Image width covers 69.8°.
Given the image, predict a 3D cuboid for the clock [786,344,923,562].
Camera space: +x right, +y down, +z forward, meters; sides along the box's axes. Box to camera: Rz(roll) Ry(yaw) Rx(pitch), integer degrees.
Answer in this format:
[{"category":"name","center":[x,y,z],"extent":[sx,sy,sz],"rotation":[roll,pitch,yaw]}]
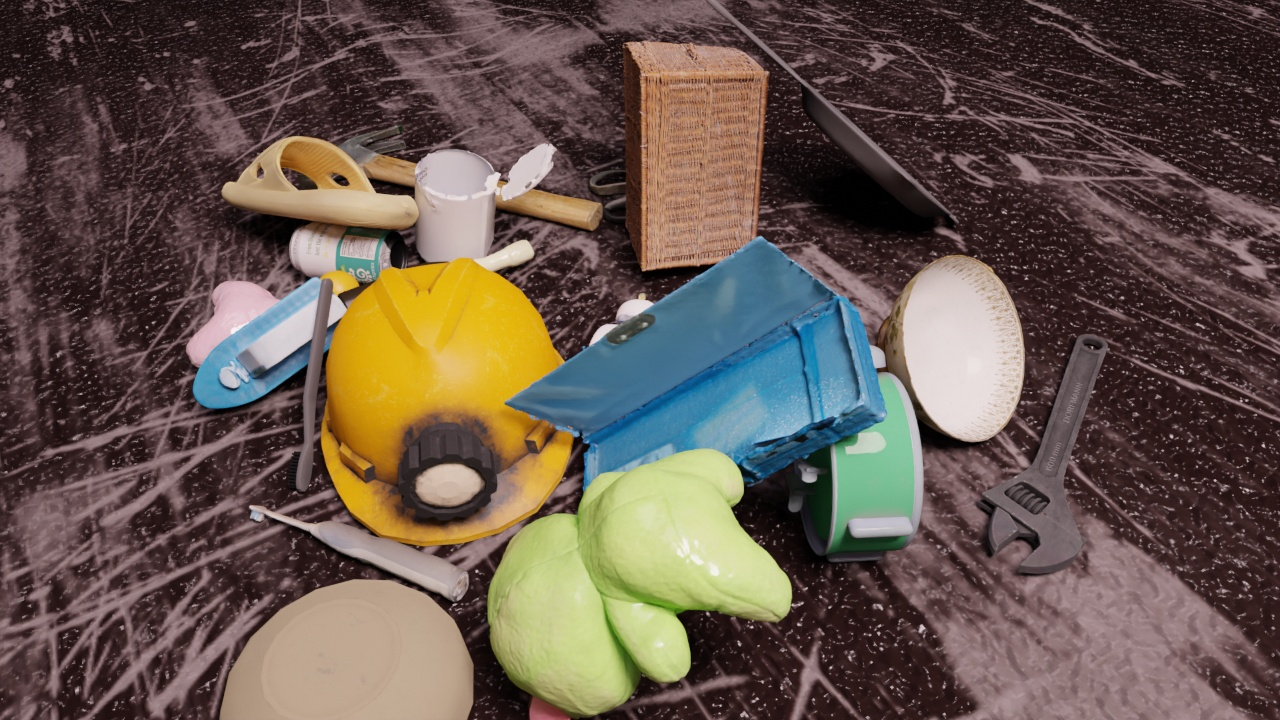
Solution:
[{"category":"clock","center":[0.138,0.051,0.630],"extent":[0.075,0.122,0.161],"rotation":[-3,66,-2]}]

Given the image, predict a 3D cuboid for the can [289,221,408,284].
[{"category":"can","center":[-0.279,-0.102,0.879],"extent":[0.102,0.055,0.054],"rotation":[8,44,11]}]

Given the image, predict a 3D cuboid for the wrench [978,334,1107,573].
[{"category":"wrench","center":[0.321,0.060,0.702],"extent":[0.073,0.018,0.272],"rotation":[21,46,23]}]

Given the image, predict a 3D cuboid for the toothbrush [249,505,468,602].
[{"category":"toothbrush","center":[-0.205,0.129,0.649],"extent":[0.186,0.024,0.022],"rotation":[15,6,19]}]

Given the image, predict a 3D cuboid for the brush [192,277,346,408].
[{"category":"brush","center":[-0.303,-0.009,0.750],"extent":[0.135,0.055,0.075],"rotation":[-39,14,-15]}]

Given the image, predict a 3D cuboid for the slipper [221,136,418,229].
[{"category":"slipper","center":[-0.307,-0.174,0.891],"extent":[0.262,0.079,0.111],"rotation":[14,9,40]}]

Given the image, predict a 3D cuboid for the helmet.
[{"category":"helmet","center":[-0.156,0.000,0.708],"extent":[0.205,0.131,0.255],"rotation":[-10,42,-7]}]

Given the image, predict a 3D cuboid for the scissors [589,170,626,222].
[{"category":"scissors","center":[0.020,-0.192,0.992],"extent":[0.150,0.013,0.164],"rotation":[27,53,27]}]

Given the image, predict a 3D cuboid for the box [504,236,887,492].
[{"category":"box","center":[0.023,0.029,0.586],"extent":[0.232,0.112,0.094],"rotation":[-31,46,32]}]

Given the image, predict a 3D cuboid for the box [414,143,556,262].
[{"category":"box","center":[-0.147,-0.151,0.869],"extent":[0.136,0.147,0.084],"rotation":[16,50,3]}]

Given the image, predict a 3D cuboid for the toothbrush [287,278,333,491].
[{"category":"toothbrush","center":[-0.253,0.017,0.711],"extent":[0.013,0.013,0.167],"rotation":[2,80,20]}]

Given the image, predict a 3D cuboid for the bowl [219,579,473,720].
[{"category":"bowl","center":[-0.181,0.193,0.556],"extent":[0.152,0.051,0.152],"rotation":[-2,43,1]}]

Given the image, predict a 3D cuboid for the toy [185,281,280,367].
[{"category":"toy","center":[-0.340,-0.033,0.809],"extent":[0.096,0.053,0.099],"rotation":[1,47,-1]}]

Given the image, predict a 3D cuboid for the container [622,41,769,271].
[{"category":"container","center":[0.046,-0.191,0.856],"extent":[0.112,0.199,0.113],"rotation":[-4,31,-8]}]

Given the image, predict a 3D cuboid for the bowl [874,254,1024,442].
[{"category":"bowl","center":[0.232,-0.006,0.721],"extent":[0.144,0.145,0.063],"rotation":[-36,15,-31]}]

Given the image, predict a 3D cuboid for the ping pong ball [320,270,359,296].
[{"category":"ping pong ball","center":[-0.280,-0.063,0.848],"extent":[0.040,0.040,0.040],"rotation":[-1,43,1]}]

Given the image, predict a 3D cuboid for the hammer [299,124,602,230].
[{"category":"hammer","center":[-0.195,-0.190,0.991],"extent":[0.331,0.033,0.131],"rotation":[16,45,18]}]

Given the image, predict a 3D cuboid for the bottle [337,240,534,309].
[{"category":"bottle","center":[-0.183,-0.073,0.849],"extent":[0.184,0.045,0.045],"rotation":[-24,47,-22]}]

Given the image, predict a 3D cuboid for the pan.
[{"category":"pan","center":[0.175,-0.235,0.876],"extent":[0.354,0.024,0.216],"rotation":[36,21,-18]}]

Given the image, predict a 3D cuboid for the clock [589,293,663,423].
[{"category":"clock","center":[-0.004,0.004,0.727],"extent":[0.052,0.089,0.125],"rotation":[5,44,18]}]

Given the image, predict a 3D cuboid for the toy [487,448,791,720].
[{"category":"toy","center":[-0.022,0.130,0.536],"extent":[0.197,0.107,0.150],"rotation":[-34,46,14]}]
